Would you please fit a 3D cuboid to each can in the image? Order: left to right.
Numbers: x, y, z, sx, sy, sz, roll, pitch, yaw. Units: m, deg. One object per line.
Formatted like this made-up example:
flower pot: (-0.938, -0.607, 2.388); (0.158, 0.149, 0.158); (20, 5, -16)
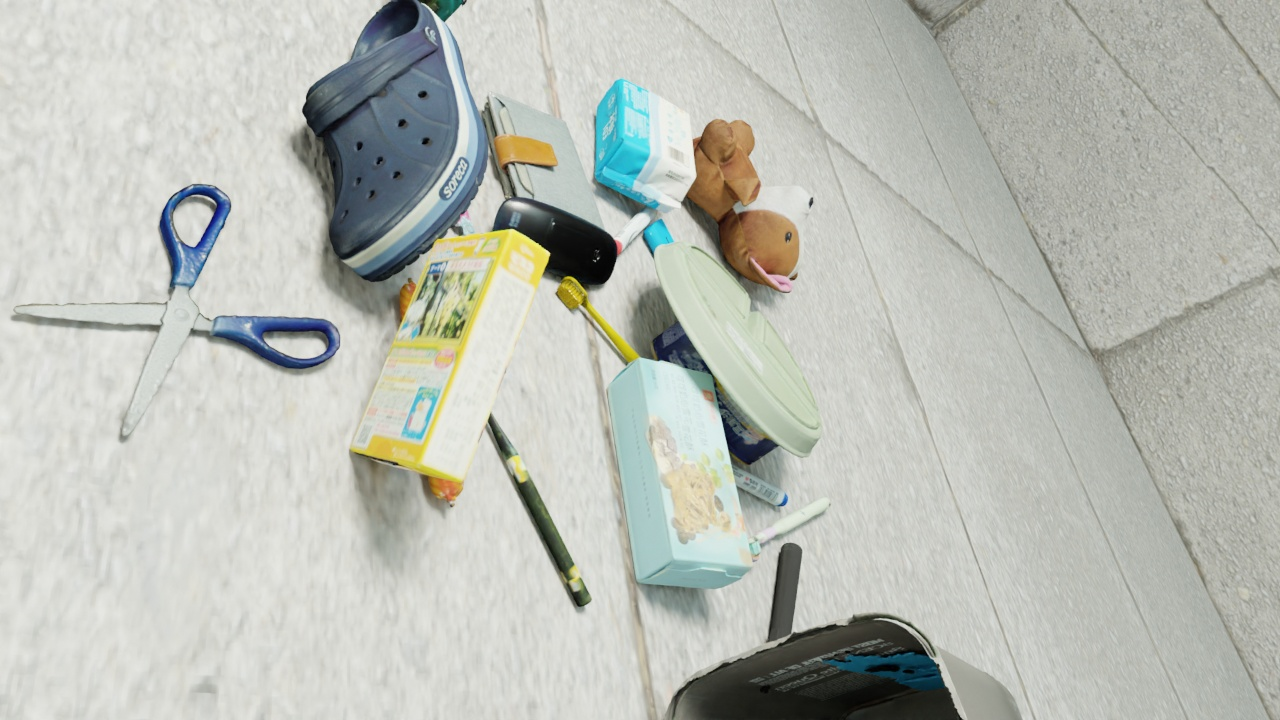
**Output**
can: (0.072, 0.026, 0.818); (0.148, 0.049, 0.074); (50, 18, -12)

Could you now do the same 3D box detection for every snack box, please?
snack box: (-0.109, -0.005, 0.521); (0.033, 0.087, 0.140); (27, 74, -38)
snack box: (0.028, 0.085, 0.706); (0.074, 0.052, 0.174); (13, 52, -32)

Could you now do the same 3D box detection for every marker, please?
marker: (-0.011, -0.122, 0.877); (0.017, 0.017, 0.144); (51, 32, -10)
marker: (0.083, 0.101, 0.812); (0.145, 0.017, 0.016); (30, 41, -36)
marker: (0.119, 0.205, 0.769); (0.022, 0.020, 0.131); (54, 32, -22)

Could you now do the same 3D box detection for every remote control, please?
remote control: (-0.063, -0.096, 0.759); (0.136, 0.024, 0.053); (16, 89, -46)

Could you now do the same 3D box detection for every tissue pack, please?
tissue pack: (0.001, -0.215, 0.923); (0.090, 0.063, 0.139); (21, 44, -25)

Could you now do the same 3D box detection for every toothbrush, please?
toothbrush: (-0.078, 0.079, 0.618); (0.185, 0.012, 0.017); (62, 21, 8)
toothbrush: (-0.005, 0.005, 0.779); (0.190, 0.016, 0.016); (49, 38, -14)
toothbrush: (0.137, 0.151, 0.842); (0.020, 0.029, 0.189); (25, 18, 28)

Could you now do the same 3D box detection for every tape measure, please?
tape measure: (-0.181, -0.302, 0.766); (0.054, 0.058, 0.025); (43, 34, -26)

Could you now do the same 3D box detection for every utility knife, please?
utility knife: (0.054, -0.057, 0.911); (0.034, 0.018, 0.185); (-21, 82, -58)

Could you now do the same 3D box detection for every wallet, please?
wallet: (-0.084, -0.169, 0.802); (0.106, 0.037, 0.129); (9, 55, -51)

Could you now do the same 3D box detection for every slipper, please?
slipper: (-0.171, -0.171, 0.618); (0.095, 0.105, 0.252); (35, 35, -43)

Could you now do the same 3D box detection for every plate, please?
plate: (0.093, -0.016, 0.821); (0.230, 0.027, 0.229); (46, 19, -21)

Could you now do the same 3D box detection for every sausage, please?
sausage: (-0.134, 0.016, 0.585); (0.021, 0.022, 0.165); (15, 52, -48)

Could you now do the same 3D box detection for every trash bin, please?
trash bin: (0.163, 0.289, 0.606); (0.219, 0.199, 0.198); (26, 43, -49)

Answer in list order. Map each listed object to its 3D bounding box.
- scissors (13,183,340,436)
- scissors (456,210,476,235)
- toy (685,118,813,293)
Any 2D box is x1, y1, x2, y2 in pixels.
scissors: (-0.237, -0.028, 0.494); (0.162, 0.012, 0.175); (26, 44, -41)
scissors: (-0.130, -0.104, 0.708); (0.137, 0.017, 0.076); (56, 23, -10)
toy: (0.125, -0.170, 1.019); (0.199, 0.131, 0.139); (66, 26, -4)
